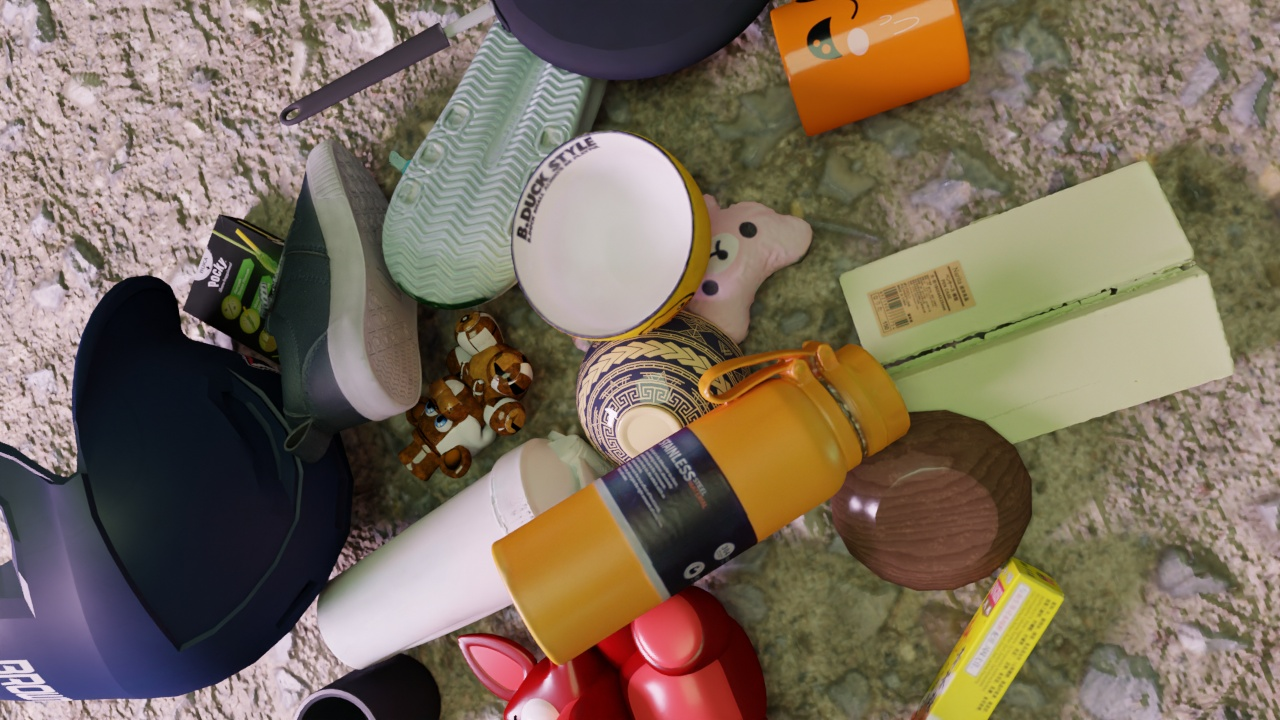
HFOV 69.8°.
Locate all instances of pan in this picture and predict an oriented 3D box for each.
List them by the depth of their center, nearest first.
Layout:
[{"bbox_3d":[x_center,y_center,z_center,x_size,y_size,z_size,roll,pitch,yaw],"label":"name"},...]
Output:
[{"bbox_3d":[-0.075,-0.236,0.585,0.356,0.021,0.198,-27,73,3],"label":"pan"}]

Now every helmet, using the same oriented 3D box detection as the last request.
[{"bbox_3d":[-0.307,0.078,0.605,0.223,0.233,0.272,-6,77,-15],"label":"helmet"}]

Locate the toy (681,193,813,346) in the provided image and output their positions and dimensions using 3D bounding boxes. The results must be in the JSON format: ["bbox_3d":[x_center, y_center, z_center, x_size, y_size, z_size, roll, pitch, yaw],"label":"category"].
[{"bbox_3d":[0.046,-0.067,0.577,0.096,0.052,0.099,36,98,-2],"label":"toy"}]

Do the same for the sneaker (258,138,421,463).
[{"bbox_3d":[-0.205,-0.046,0.605,0.087,0.089,0.235,-24,54,10],"label":"sneaker"}]

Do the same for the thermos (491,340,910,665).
[{"bbox_3d":[0.034,0.068,0.502,0.232,0.091,0.076,-30,40,-5],"label":"thermos"}]

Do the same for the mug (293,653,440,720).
[{"bbox_3d":[-0.192,0.268,0.643,0.071,0.077,0.105,6,92,16],"label":"mug"}]

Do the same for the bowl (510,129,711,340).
[{"bbox_3d":[-0.009,-0.069,0.537,0.117,0.067,0.117,-1,89,26],"label":"bowl"}]

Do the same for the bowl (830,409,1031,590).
[{"bbox_3d":[0.172,0.089,0.539,0.118,0.030,0.118,3,107,9],"label":"bowl"}]

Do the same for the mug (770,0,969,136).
[{"bbox_3d":[0.132,-0.199,0.548,0.096,0.077,0.112,-16,55,16],"label":"mug"}]

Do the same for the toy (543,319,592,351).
[{"bbox_3d":[-0.029,-0.064,0.607,0.063,0.047,0.110,31,102,23],"label":"toy"}]

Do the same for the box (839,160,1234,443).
[{"bbox_3d":[0.224,-0.023,0.535,0.188,0.047,0.140,-19,83,17],"label":"box"}]

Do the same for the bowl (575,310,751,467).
[{"bbox_3d":[0.011,0.031,0.565,0.112,0.061,0.112,5,118,9],"label":"bowl"}]

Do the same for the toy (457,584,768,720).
[{"bbox_3d":[-0.014,0.224,0.574,0.198,0.120,0.158,-22,92,23],"label":"toy"}]

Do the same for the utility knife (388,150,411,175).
[{"bbox_3d":[-0.138,-0.114,0.655,0.123,0.015,0.022,44,89,14],"label":"utility knife"}]

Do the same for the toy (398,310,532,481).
[{"bbox_3d":[-0.120,0.031,0.626,0.112,0.067,0.087,-44,54,0],"label":"toy"}]

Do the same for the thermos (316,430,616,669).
[{"bbox_3d":[-0.114,0.128,0.613,0.221,0.099,0.099,-31,82,19],"label":"thermos"}]

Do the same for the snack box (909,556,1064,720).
[{"bbox_3d":[0.197,0.189,0.545,0.029,0.040,0.148,30,99,13],"label":"snack box"}]

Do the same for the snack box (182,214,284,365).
[{"bbox_3d":[-0.266,-0.043,0.688,0.147,0.025,0.080,26,98,15],"label":"snack box"}]

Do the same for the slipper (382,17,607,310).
[{"bbox_3d":[-0.080,-0.142,0.610,0.104,0.074,0.245,20,81,15],"label":"slipper"}]
